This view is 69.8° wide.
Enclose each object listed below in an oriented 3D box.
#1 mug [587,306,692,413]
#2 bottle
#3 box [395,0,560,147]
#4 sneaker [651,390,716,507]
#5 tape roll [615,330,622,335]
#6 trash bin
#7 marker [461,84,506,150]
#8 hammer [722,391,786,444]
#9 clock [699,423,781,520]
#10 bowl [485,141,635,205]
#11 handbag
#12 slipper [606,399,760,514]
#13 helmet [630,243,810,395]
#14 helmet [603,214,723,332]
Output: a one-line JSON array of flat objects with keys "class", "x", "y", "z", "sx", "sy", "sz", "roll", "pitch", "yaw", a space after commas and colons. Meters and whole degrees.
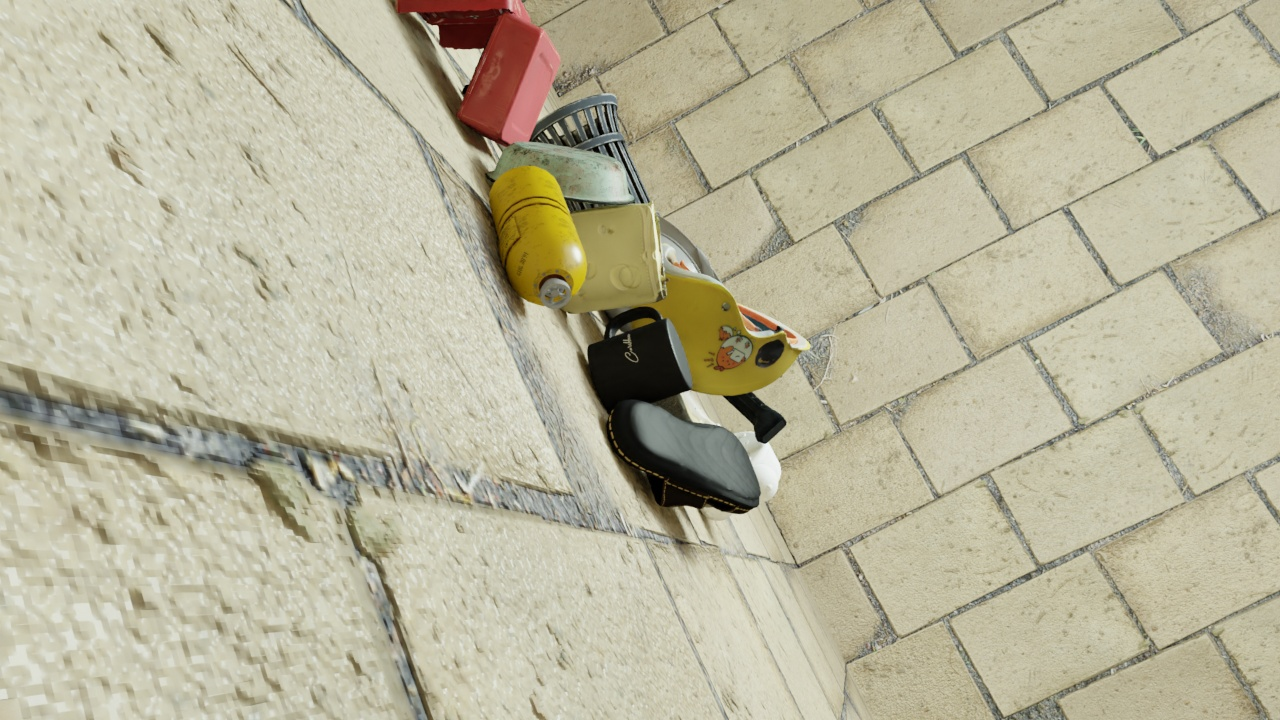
[{"class": "mug", "x": -0.002, "y": -0.007, "z": 0.956, "sx": 0.078, "sy": 0.088, "sz": 0.113, "roll": 58, "pitch": 16, "yaw": -51}, {"class": "bottle", "x": -0.090, "y": -0.103, "z": 0.811, "sx": 0.071, "sy": 0.071, "sz": 0.163, "roll": 57, "pitch": 7, "yaw": -41}, {"class": "box", "x": -0.164, "y": -0.313, "z": 1.001, "sx": 0.157, "sy": 0.154, "sz": 0.168, "roll": -57, "pitch": 140, "yaw": -84}, {"class": "sneaker", "x": 0.034, "y": 0.073, "z": 1.085, "sx": 0.241, "sy": 0.089, "sz": 0.102, "roll": 55, "pitch": -1, "yaw": -28}, {"class": "tape roll", "x": 0.005, "y": -0.021, "z": 1.277, "sx": 0.093, "sy": 0.013, "sz": 0.093, "roll": 20, "pitch": -1, "yaw": 0}, {"class": "trash bin", "x": -0.069, "y": -0.296, "z": 1.516, "sx": 0.164, "sy": 0.164, "sz": 0.227, "roll": -23, "pitch": 89, "yaw": -84}, {"class": "marker", "x": -0.181, "y": -0.288, "z": 1.142, "sx": 0.016, "sy": 0.016, "sz": 0.140, "roll": 66, "pitch": 6, "yaw": 33}, {"class": "hammer", "x": 0.110, "y": 0.017, "z": 1.386, "sx": 0.025, "sy": 0.118, "sz": 0.333, "roll": 49, "pitch": -3, "yaw": -41}, {"class": "clock", "x": 0.130, "y": 0.153, "z": 1.300, "sx": 0.073, "sy": 0.125, "sz": 0.160, "roll": 60, "pitch": 11, "yaw": -20}, {"class": "bowl", "x": -0.080, "y": -0.198, "z": 0.953, "sx": 0.157, "sy": 0.157, "sz": 0.039, "roll": -101, "pitch": -159, "yaw": -71}, {"class": "handbag", "x": -0.032, "y": -0.111, "z": 0.985, "sx": 0.081, "sy": 0.119, "sz": 0.111, "roll": 37, "pitch": 47, "yaw": -83}, {"class": "slipper", "x": 0.043, "y": 0.108, "z": 0.959, "sx": 0.267, "sy": 0.076, "sz": 0.113, "roll": 24, "pitch": 41, "yaw": -51}, {"class": "helmet", "x": 0.086, "y": -0.026, "z": 1.161, "sx": 0.240, "sy": 0.140, "sz": 0.209, "roll": 29, "pitch": 10, "yaw": -32}, {"class": "helmet", "x": 0.007, "y": -0.089, "z": 1.329, "sx": 0.271, "sy": 0.184, "sz": 0.117, "roll": 50, "pitch": 40, "yaw": 4}]
